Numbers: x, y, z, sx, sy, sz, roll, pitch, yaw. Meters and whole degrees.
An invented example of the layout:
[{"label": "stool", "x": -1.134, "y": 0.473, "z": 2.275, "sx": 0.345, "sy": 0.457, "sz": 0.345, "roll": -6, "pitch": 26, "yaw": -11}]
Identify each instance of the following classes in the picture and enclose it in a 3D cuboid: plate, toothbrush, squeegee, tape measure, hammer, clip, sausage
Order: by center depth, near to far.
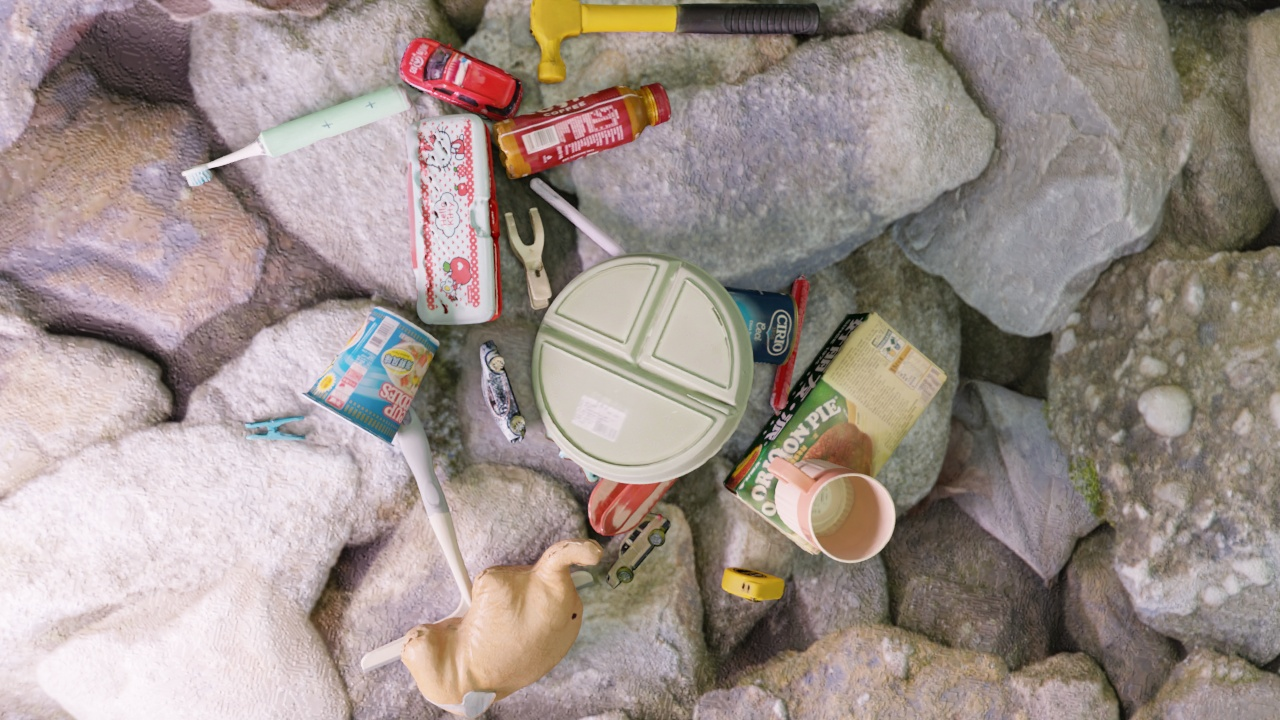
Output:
[{"label": "toothbrush", "x": -0.328, "y": -0.217, "z": 0.879, "sx": 0.224, "sy": 0.026, "sz": 0.027, "roll": -23, "pitch": 118, "yaw": -9}, {"label": "plate", "x": -0.005, "y": 0.005, "z": 0.892, "sx": 0.230, "sy": 0.027, "sz": 0.230, "roll": -2, "pitch": 83, "yaw": 19}, {"label": "clip", "x": -0.355, "y": 0.066, "z": 0.892, "sx": 0.056, "sy": 0.014, "sz": 0.041, "roll": -2, "pitch": 92, "yaw": -12}, {"label": "squeegee", "x": -0.196, "y": 0.159, "z": 0.912, "sx": 0.246, "sy": 0.039, "sz": 0.246, "roll": -19, "pitch": 95, "yaw": -9}, {"label": "clip", "x": -0.109, "y": -0.103, "z": 0.922, "sx": 0.034, "sy": 0.064, "sz": 0.098, "roll": -15, "pitch": 87, "yaw": -11}, {"label": "hammer", "x": 0.037, "y": -0.351, "z": 0.939, "sx": 0.300, "sy": 0.033, "sz": 0.129, "roll": -3, "pitch": 94, "yaw": -10}, {"label": "toothbrush", "x": -0.039, "y": -0.122, "z": 0.941, "sx": 0.189, "sy": 0.021, "sz": 0.029, "roll": 41, "pitch": 47, "yaw": -8}, {"label": "tape measure", "x": 0.114, "y": 0.237, "z": 0.963, "sx": 0.060, "sy": 0.057, "sz": 0.029, "roll": 15, "pitch": 86, "yaw": -51}, {"label": "sausage", "x": 0.158, "y": -0.017, "z": 0.973, "sx": 0.020, "sy": 0.020, "sz": 0.155, "roll": 14, "pitch": 82, "yaw": -11}]

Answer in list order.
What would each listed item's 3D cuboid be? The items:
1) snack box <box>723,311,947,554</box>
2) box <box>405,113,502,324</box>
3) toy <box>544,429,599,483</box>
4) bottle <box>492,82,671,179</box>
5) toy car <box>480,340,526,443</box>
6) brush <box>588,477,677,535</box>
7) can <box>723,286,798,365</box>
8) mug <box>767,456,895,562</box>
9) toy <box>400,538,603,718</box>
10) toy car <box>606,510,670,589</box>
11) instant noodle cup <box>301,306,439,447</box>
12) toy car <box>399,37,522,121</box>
[{"label": "snack box", "x": 0.205, "y": 0.074, "z": 0.971, "sx": 0.114, "sy": 0.063, "sz": 0.240, "roll": 38, "pitch": 86, "yaw": -9}, {"label": "box", "x": -0.183, "y": -0.135, "z": 0.889, "sx": 0.090, "sy": 0.068, "sz": 0.201, "roll": -4, "pitch": 93, "yaw": -10}, {"label": "toy", "x": -0.049, "y": 0.073, "z": 0.938, "sx": 0.092, "sy": 0.030, "sz": 0.096, "roll": -25, "pitch": 80, "yaw": -5}, {"label": "bottle", "x": -0.056, "y": -0.232, "z": 0.913, "sx": 0.174, "sy": 0.057, "sz": 0.057, "roll": -20, "pitch": 95, "yaw": -9}, {"label": "toy car", "x": -0.140, "y": 0.032, "z": 0.913, "sx": 0.031, "sy": 0.049, "sz": 0.105, "roll": -18, "pitch": 94, "yaw": -13}, {"label": "brush", "x": 0.002, "y": 0.117, "z": 0.931, "sx": 0.063, "sy": 0.069, "sz": 0.145, "roll": 41, "pitch": 85, "yaw": -8}, {"label": "can", "x": 0.096, "y": -0.037, "z": 0.940, "sx": 0.111, "sy": 0.075, "sz": 0.075, "roll": 6, "pitch": 91, "yaw": -10}, {"label": "mug", "x": 0.170, "y": 0.131, "z": 0.879, "sx": 0.114, "sy": 0.106, "sz": 0.081, "roll": 36, "pitch": 86, "yaw": -10}, {"label": "toy", "x": -0.119, "y": 0.253, "z": 0.892, "sx": 0.226, "sy": 0.082, "sz": 0.143, "roll": -39, "pitch": 132, "yaw": 1}, {"label": "toy car", "x": -0.004, "y": 0.197, "z": 0.948, "sx": 0.035, "sy": 0.042, "sz": 0.090, "roll": 37, "pitch": 80, "yaw": 12}, {"label": "instant noodle cup", "x": -0.250, "y": 0.011, "z": 0.873, "sx": 0.099, "sy": 0.099, "sz": 0.109, "roll": 32, "pitch": 79, "yaw": -10}, {"label": "toy car", "x": -0.175, "y": -0.276, "z": 0.897, "sx": 0.120, "sy": 0.045, "sz": 0.053, "roll": 19, "pitch": 87, "yaw": -8}]
